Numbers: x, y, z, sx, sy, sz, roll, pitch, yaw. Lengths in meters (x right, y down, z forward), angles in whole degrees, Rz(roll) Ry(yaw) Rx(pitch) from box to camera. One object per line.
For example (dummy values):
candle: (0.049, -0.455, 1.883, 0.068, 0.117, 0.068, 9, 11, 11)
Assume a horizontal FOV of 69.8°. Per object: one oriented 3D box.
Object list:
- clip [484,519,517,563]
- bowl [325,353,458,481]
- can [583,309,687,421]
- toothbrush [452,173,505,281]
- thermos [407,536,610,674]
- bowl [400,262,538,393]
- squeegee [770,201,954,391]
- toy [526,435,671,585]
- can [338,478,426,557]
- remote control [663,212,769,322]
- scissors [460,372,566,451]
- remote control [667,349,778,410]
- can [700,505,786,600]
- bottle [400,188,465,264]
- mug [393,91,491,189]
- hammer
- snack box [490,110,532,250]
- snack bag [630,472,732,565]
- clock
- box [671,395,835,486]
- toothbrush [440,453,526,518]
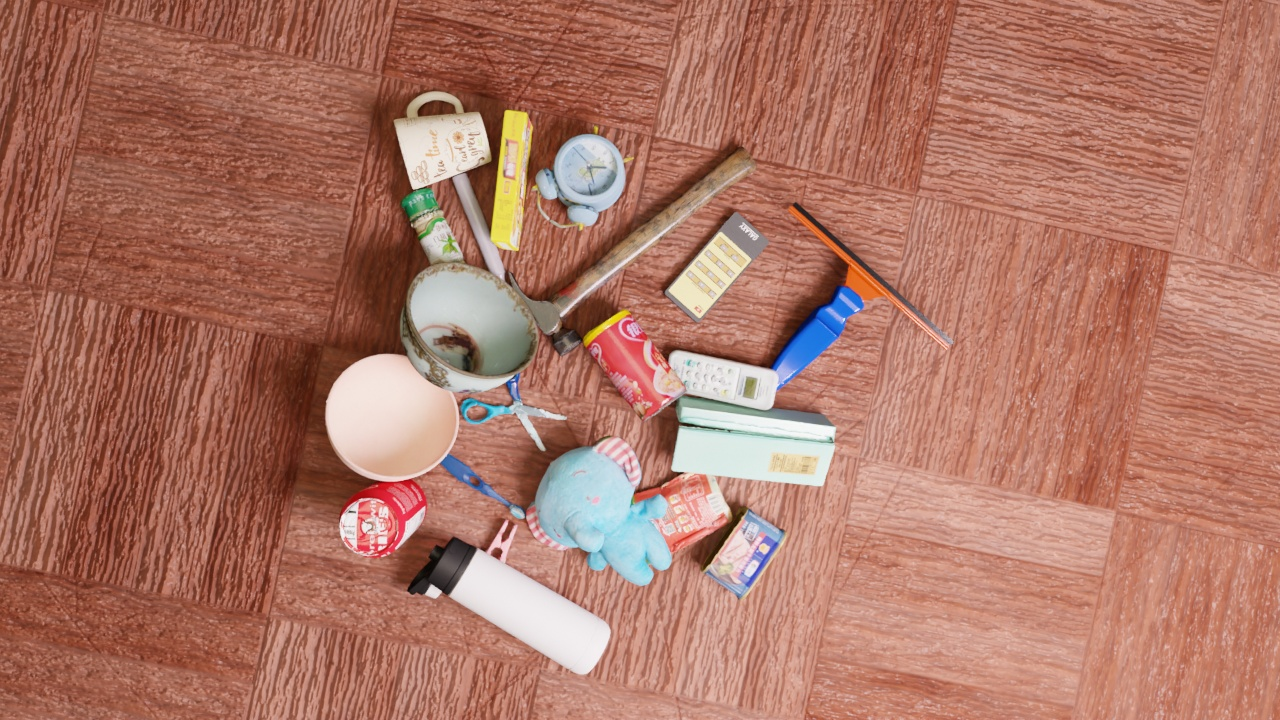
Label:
clip: (-0.164, 0.224, 1.108, 0.060, 0.023, 0.043, -43, 97, 0)
bowl: (-0.293, 0.075, 1.061, 0.153, 0.076, 0.152, 13, 61, -24)
can: (-0.006, 0.006, 1.081, 0.066, 0.067, 0.124, -37, 84, -2)
toothbrush: (-0.182, -0.134, 1.102, 0.019, 0.018, 0.188, -22, 92, 0)
thermos: (-0.156, 0.296, 1.088, 0.230, 0.068, 0.101, 32, 121, -6)
bowl: (-0.209, -0.023, 1.055, 0.160, 0.159, 0.094, 43, 131, -2)
squeegee: (0.215, -0.036, 1.101, 0.249, 0.055, 0.185, 41, 97, -2)
toy: (-0.047, 0.187, 1.061, 0.184, 0.114, 0.180, -44, 82, 23)
can: (-0.290, 0.175, 1.040, 0.074, 0.142, 0.074, 0, 91, -3)
remote control: (0.093, -0.113, 1.117, 0.058, 0.013, 0.133, 41, 89, -2)
scissors: (-0.148, 0.047, 1.109, 0.130, 0.014, 0.117, 14, 89, -3)
remote control: (0.097, 0.023, 1.102, 0.133, 0.022, 0.050, 12, 102, 10)
can: (0.123, 0.229, 1.104, 0.059, 0.054, 0.100, 36, 89, 0)
bottle: (-0.244, -0.147, 1.089, 0.042, 0.042, 0.110, -25, 92, -2)
mug: (-0.235, -0.268, 1.081, 0.097, 0.081, 0.122, -15, 65, -9)
hammer: (-0.002, -0.152, 1.105, 0.330, 0.033, 0.120, -38, 91, -2)
snack box: (-0.150, -0.209, 1.074, 0.025, 0.075, 0.152, 6, 91, -1)
snack bag: (0.029, 0.191, 1.109, 0.155, 0.044, 0.087, -25, 87, 2)
clock: (-0.070, -0.213, 1.089, 0.089, 0.052, 0.124, 41, 86, -2)
box: (0.131, 0.104, 1.095, 0.188, 0.077, 0.091, 7, 99, -4)
toothbrush: (-0.192, 0.151, 1.107, 0.132, 0.016, 0.021, 36, 90, -3)
